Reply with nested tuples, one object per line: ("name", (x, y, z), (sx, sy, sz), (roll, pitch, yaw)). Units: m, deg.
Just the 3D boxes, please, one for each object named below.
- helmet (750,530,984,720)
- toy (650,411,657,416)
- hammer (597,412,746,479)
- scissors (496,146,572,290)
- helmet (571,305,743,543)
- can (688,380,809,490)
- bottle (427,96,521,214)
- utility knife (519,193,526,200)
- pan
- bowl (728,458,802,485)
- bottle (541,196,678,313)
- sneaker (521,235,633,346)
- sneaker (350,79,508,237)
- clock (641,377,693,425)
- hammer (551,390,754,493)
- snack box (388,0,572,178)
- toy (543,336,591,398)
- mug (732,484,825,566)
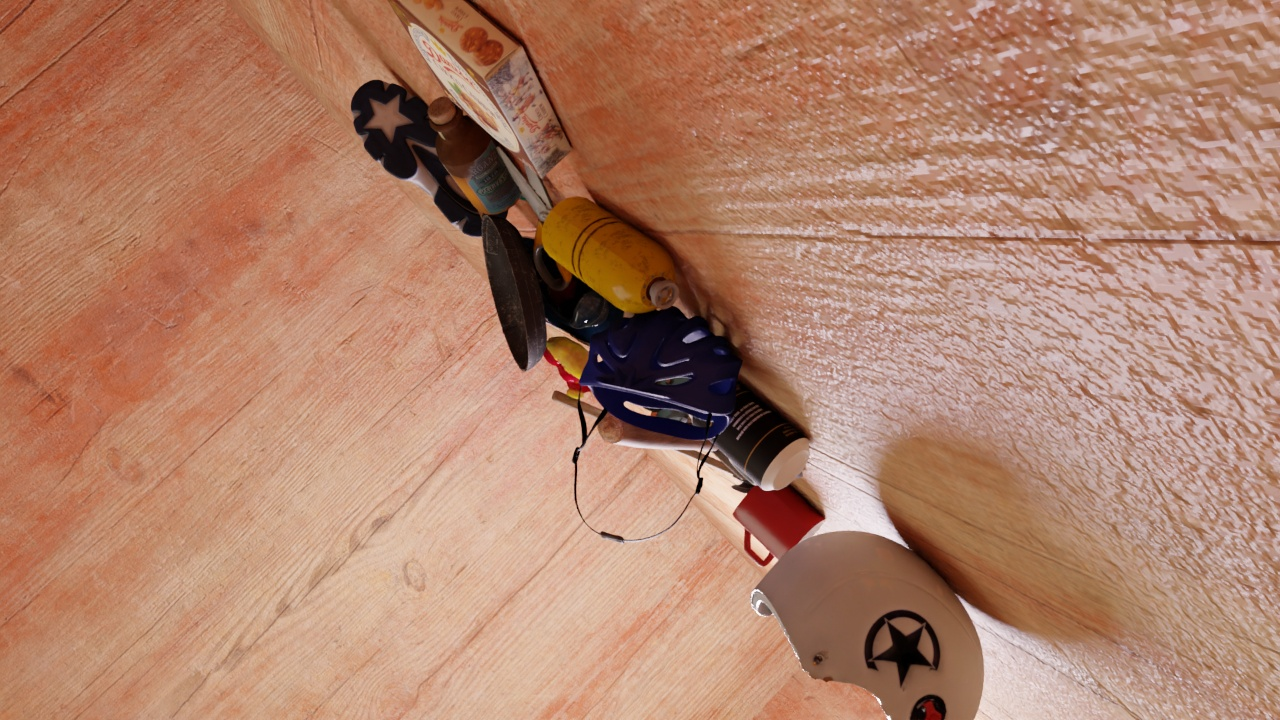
("helmet", (0.259, 0.284, 0.969), (0.264, 0.163, 0.236), (40, 178, -5))
("toy", (0.052, 0.080, 1.413), (0.095, 0.065, 0.128), (27, 174, 2))
("hammer", (0.039, 0.092, 1.195), (0.158, 0.037, 0.300), (42, -164, 29))
("scissors", (-0.089, -0.151, 1.044), (0.166, 0.016, 0.225), (17, 146, 24))
("helmet", (0.012, 0.060, 0.893), (0.148, 0.227, 0.241), (12, 177, 16))
("can", (0.117, 0.078, 0.994), (0.128, 0.072, 0.072), (42, 172, 31))
("bottle", (-0.194, -0.238, 1.047), (0.068, 0.067, 0.157), (42, 172, 31))
("utility knife", (-0.145, -0.210, 1.142), (0.158, 0.015, 0.022), (29, 137, 62))
("pan", (-0.184, -0.154, 1.187), (0.208, 0.040, 0.356), (110, 142, -64))
("bowl", (0.145, 0.119, 1.137), (0.110, 0.055, 0.110), (46, 173, 7))
("bottle", (-0.022, -0.093, 0.858), (0.164, 0.071, 0.071), (39, 170, 44))
("sneaker", (-0.134, -0.117, 1.241), (0.295, 0.120, 0.127), (35, 180, 45))
("sneaker", (-0.303, -0.287, 1.330), (0.269, 0.103, 0.132), (44, 180, -11))
("clock", (0.042, 0.034, 1.134), (0.124, 0.090, 0.053), (47, -174, 32))
("hammer", (0.028, 0.110, 1.311), (0.331, 0.031, 0.119), (26, -172, -13))
("snack box", (-0.136, -0.243, 0.780), (0.143, 0.041, 0.147), (44, 173, 22))
("toy", (-0.091, 0.006, 1.236), (0.105, 0.067, 0.137), (38, 172, 18))
("mug", (0.185, 0.233, 1.293), (0.096, 0.117, 0.080), (43, -159, 21))
